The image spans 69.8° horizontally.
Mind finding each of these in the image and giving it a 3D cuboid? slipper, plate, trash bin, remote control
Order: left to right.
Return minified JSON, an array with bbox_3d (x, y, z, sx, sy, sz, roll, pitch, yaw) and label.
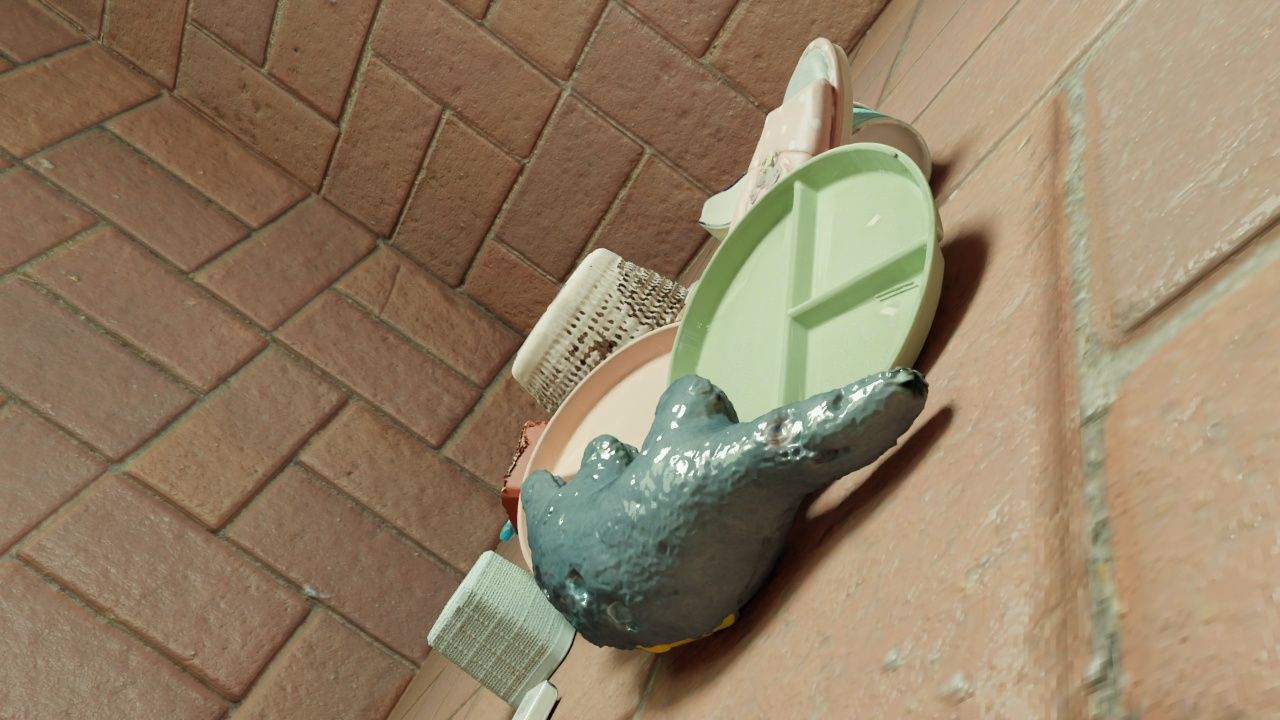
[{"bbox_3d":[-0.105,0.310,0.713,0.124,0.024,0.049,-57,4,-38],"label":"remote control"},{"bbox_3d":[-0.004,0.006,0.869,0.227,0.192,0.227,-54,3,4],"label":"trash bin"},{"bbox_3d":[0.005,0.069,0.658,0.230,0.028,0.229,-29,39,26],"label":"plate"},{"bbox_3d":[0.105,-0.106,0.689,0.114,0.054,0.274,-172,90,-75],"label":"slipper"},{"bbox_3d":[0.093,-0.026,0.560,0.231,0.027,0.229,-44,31,35],"label":"plate"},{"bbox_3d":[0.160,-0.178,0.955,0.205,0.045,0.204,-26,18,9],"label":"plate"}]

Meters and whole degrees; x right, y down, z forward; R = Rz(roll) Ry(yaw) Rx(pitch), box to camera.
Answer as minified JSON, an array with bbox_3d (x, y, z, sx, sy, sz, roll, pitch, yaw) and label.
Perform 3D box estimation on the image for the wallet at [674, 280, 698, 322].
[{"bbox_3d":[0.094,-0.048,0.760,0.031,0.108,0.131,-8,43,58],"label":"wallet"}]

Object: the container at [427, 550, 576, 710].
[{"bbox_3d":[-0.128,0.250,0.865,0.090,0.111,0.090,-53,3,16],"label":"container"}]

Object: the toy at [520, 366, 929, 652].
[{"bbox_3d":[0.009,0.090,0.512,0.357,0.091,0.137,-27,42,50],"label":"toy"}]

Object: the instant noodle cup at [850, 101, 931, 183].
[{"bbox_3d":[0.175,-0.154,0.742,0.111,0.111,0.120,-54,11,10],"label":"instant noodle cup"}]

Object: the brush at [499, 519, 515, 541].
[{"bbox_3d":[-0.037,0.109,0.987,0.061,0.109,0.313,-49,7,42],"label":"brush"}]

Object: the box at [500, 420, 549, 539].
[{"bbox_3d":[-0.074,0.132,0.815,0.168,0.077,0.091,78,-159,-46],"label":"box"}]
